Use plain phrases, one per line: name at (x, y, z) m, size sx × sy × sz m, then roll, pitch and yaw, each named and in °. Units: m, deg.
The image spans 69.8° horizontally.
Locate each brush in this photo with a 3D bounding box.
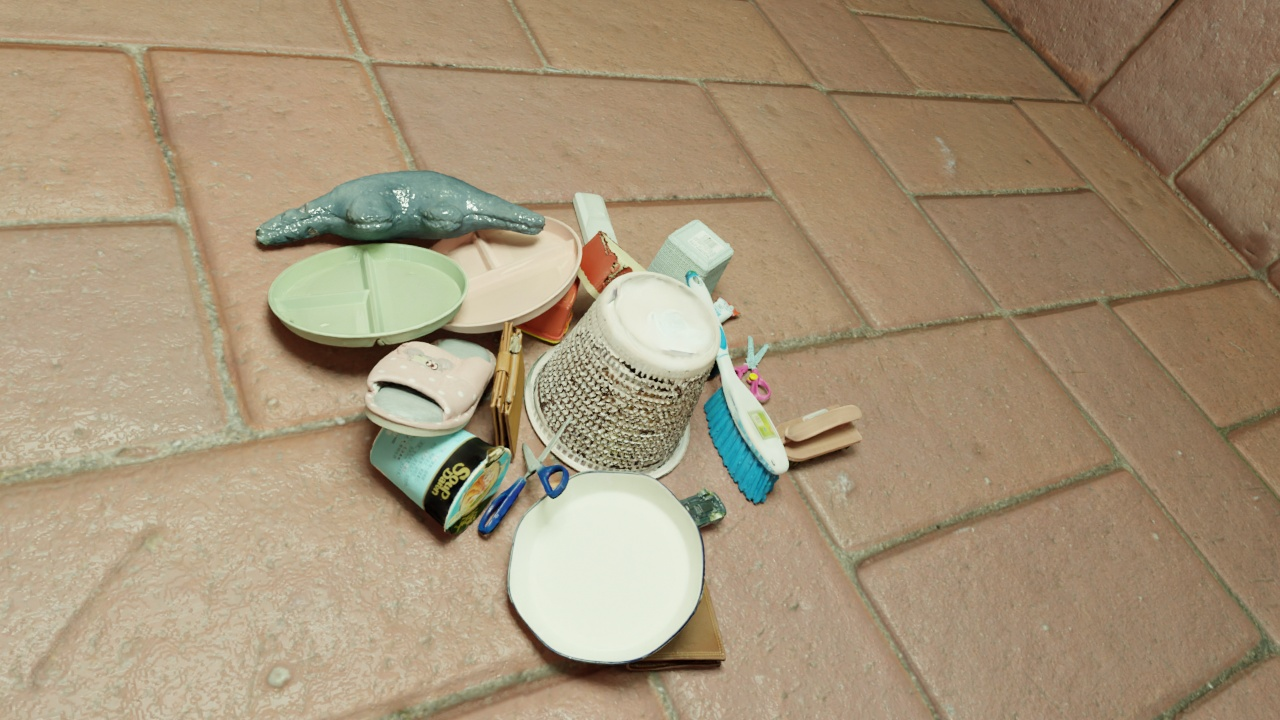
brush at (0.236, 0.100, 1.250) m, size 0.145 × 0.073 × 0.063 m, roll -12°, pitch 59°, yaw -33°
brush at (0.113, 0.030, 1.220) m, size 0.060 × 0.110 × 0.314 m, roll -9°, pitch 57°, yaw -30°

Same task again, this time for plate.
plate at (-0.320, -0.079, 1.090) m, size 0.230 × 0.028 × 0.229 m, roll 3°, pitch 33°, yaw -2°
plate at (-0.035, 0.218, 0.967) m, size 0.205 × 0.046 × 0.204 m, roll -1°, pitch 65°, yaw 2°
plate at (-0.185, -0.112, 1.174) m, size 0.229 × 0.028 × 0.229 m, roll -7°, pitch 42°, yaw 6°

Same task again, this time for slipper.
slipper at (-0.222, 0.014, 1.018) m, size 0.114 × 0.054 × 0.274 m, roll 19°, pitch 17°, yaw 2°

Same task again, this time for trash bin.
trash bin at (-0.007, 0.007, 1.118) m, size 0.227 × 0.193 × 0.227 m, roll 15°, pitch 47°, yaw -16°

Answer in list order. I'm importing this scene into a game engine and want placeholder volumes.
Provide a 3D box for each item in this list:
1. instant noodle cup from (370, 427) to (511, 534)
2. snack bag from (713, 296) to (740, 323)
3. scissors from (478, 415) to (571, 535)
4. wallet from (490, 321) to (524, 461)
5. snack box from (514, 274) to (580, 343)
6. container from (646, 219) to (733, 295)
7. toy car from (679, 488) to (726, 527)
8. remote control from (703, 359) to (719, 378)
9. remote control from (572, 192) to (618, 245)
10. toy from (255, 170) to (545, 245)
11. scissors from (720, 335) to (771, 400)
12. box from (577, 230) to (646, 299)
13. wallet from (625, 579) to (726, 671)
instant noodle cup at (-0.219, 0.109, 0.984) m, size 0.120 × 0.111 × 0.111 m, roll 32°, pitch 44°, yaw 12°
snack bag at (0.108, -0.065, 1.360) m, size 0.048 × 0.026 × 0.103 m, roll 36°, pitch 45°, yaw 14°
scissors at (-0.119, 0.126, 1.018) m, size 0.012 × 0.163 × 0.175 m, roll 49°, pitch 66°, yaw -22°
wallet at (-0.155, 0.036, 1.077) m, size 0.031 × 0.108 × 0.131 m, roll 1°, pitch 49°, yaw -2°
snack box at (-0.123, -0.083, 1.215) m, size 0.082 × 0.080 × 0.091 m, roll 21°, pitch 45°, yaw -9°
container at (0.068, -0.134, 1.339) m, size 0.090 × 0.112 × 0.089 m, roll 42°, pitch 46°, yaw 11°
toy car at (0.061, 0.187, 1.107) m, size 0.090 × 0.034 × 0.043 m, roll -15°, pitch 62°, yaw -34°
remote control at (0.062, -0.029, 1.304) m, size 0.136 × 0.024 × 0.053 m, roll 43°, pitch 47°, yaw 14°
remote control at (-0.068, -0.209, 1.396) m, size 0.049 × 0.024 × 0.124 m, roll 2°, pitch 52°, yaw -26°
toy at (-0.308, -0.192, 1.189) m, size 0.356 × 0.092 × 0.137 m, roll -5°, pitch 35°, yaw -13°
scissors at (0.152, 0.005, 1.333) m, size 0.093 × 0.017 × 0.137 m, roll 13°, pitch 42°, yaw -8°
box at (-0.009, -0.099, 1.229) m, size 0.168 × 0.077 × 0.091 m, roll 36°, pitch 17°, yaw -47°
wallet at (0.027, 0.287, 1.005) m, size 0.124 × 0.032 × 0.101 m, roll 6°, pitch 46°, yaw -24°
